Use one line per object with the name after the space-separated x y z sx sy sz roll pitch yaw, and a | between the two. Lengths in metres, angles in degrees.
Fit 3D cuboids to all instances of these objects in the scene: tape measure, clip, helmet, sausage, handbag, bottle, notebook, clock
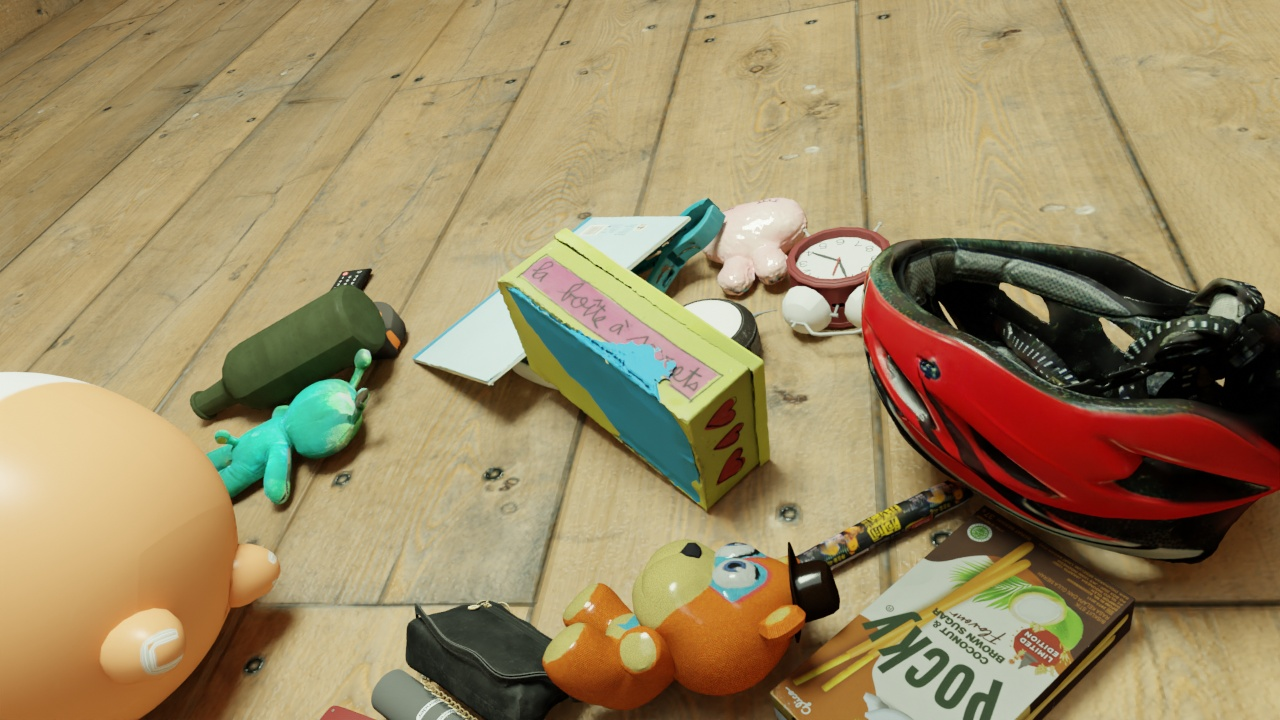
-0.190 0.252 0.587 0.059 0.019 0.051 7 45 27 | tape measure
0.034 -0.101 0.877 0.120 0.027 0.103 -45 40 11 | clip
-0.270 -0.027 0.939 0.058 0.038 0.058 -4 54 17 | tape measure
0.261 0.008 0.576 0.216 0.167 0.272 -24 44 -39 | helmet
0.159 0.114 0.616 0.155 0.020 0.020 -24 39 -8 | sausage
-0.089 0.189 0.589 0.129 0.054 0.079 19 20 35 | handbag
-0.123 0.233 0.576 0.113 0.030 0.030 18 51 36 | bottle
-0.090 -0.068 0.888 0.252 0.009 0.181 -42 28 -22 | notebook
-0.350 0.001 0.894 0.207 0.071 0.071 -27 37 15 | bottle
0.052 -0.017 0.793 0.123 0.044 0.091 -1 42 20 | clock
0.175 -0.067 0.801 0.096 0.048 0.137 -3 40 18 | clock

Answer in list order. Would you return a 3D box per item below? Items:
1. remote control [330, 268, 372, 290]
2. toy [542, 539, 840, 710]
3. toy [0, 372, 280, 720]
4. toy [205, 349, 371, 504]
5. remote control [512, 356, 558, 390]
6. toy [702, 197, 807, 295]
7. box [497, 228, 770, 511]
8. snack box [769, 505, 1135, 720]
-0.337 -0.058 1.015 0.033 0.015 0.146 -5 41 16 | remote control
0.032 0.158 0.557 0.176 0.096 0.112 -6 7 7 | toy
-0.409 0.145 0.622 0.281 0.266 0.262 9 11 5 | toy
-0.320 0.065 0.826 0.193 0.072 0.130 -30 40 0 | toy
-0.066 0.000 0.831 0.114 0.028 0.060 16 50 36 | remote control
0.108 -0.108 0.877 0.108 0.053 0.105 -13 50 20 | toy
-0.004 0.004 0.705 0.079 0.124 0.221 -41 52 -21 | box
0.179 0.173 0.528 0.185 0.032 0.101 -34 41 -19 | snack box
